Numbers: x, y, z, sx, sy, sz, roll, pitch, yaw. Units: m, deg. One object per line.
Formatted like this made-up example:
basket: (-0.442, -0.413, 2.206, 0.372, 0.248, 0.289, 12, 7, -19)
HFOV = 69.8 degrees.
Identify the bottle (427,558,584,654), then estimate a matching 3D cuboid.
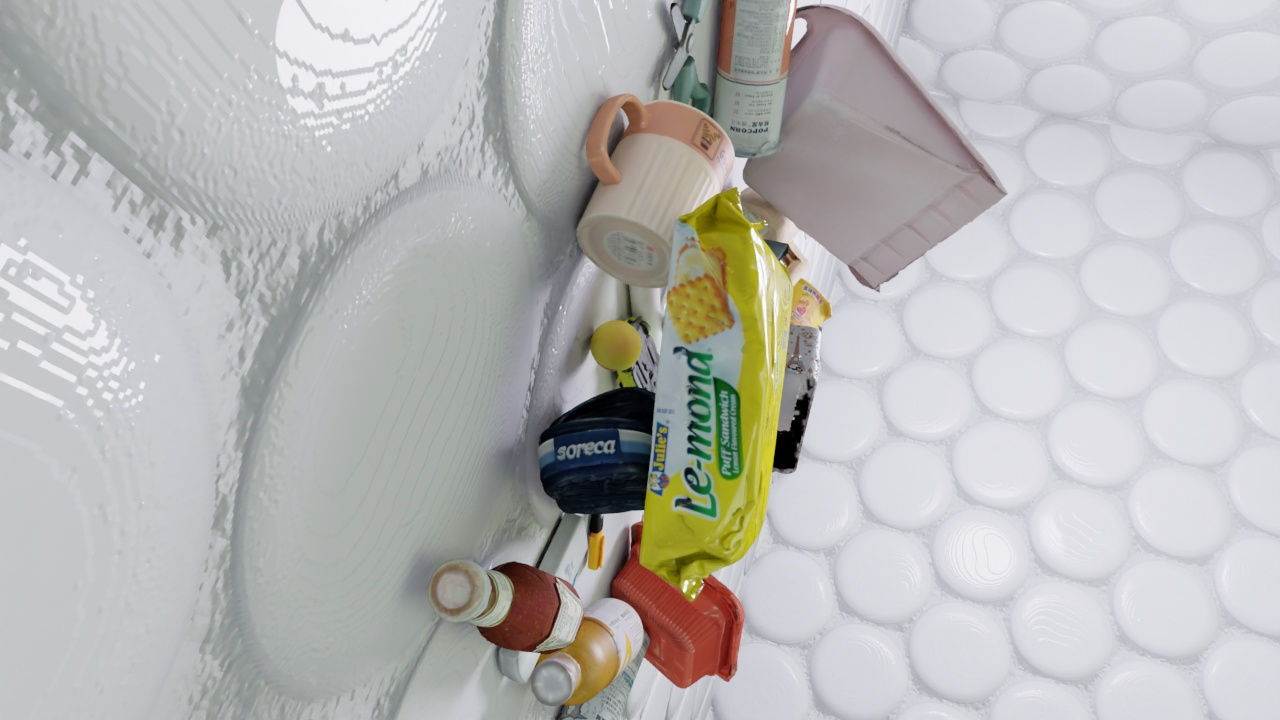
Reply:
bottle: (-0.086, 0.160, 0.602, 0.206, 0.060, 0.059, 63, 44, -69)

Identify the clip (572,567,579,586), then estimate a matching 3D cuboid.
clip: (-0.065, 0.193, 0.806, 0.049, 0.015, 0.056, 41, 64, -72)

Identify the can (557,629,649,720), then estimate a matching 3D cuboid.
can: (-0.041, 0.344, 0.960, 0.058, 0.058, 0.146, 89, 21, -46)

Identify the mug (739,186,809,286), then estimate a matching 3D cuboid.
mug: (0.144, -0.138, 1.062, 0.084, 0.124, 0.103, -35, -175, 30)

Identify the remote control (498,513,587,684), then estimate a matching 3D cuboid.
remote control: (-0.077, 0.192, 0.745, 0.056, 0.019, 0.134, 87, 23, -51)

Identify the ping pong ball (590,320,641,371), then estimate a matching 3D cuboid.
ping pong ball: (-0.019, -0.012, 0.718, 0.040, 0.040, 0.040, 16, 89, -76)

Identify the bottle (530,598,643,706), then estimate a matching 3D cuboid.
bottle: (-0.049, 0.265, 0.829, 0.189, 0.068, 0.068, 11, 94, -75)

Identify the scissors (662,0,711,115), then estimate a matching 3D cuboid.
scissors: (0.048, -0.262, 0.767, 0.179, 0.019, 0.170, 81, 26, -60)

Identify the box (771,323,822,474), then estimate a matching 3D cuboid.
box: (0.126, 0.000, 1.082, 0.183, 0.157, 0.192, 93, 11, -46)

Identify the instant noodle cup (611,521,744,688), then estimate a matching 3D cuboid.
instant noodle cup: (0.034, 0.285, 1.027, 0.078, 0.164, 0.189, -36, 144, -31)

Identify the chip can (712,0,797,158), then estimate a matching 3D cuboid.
chip can: (0.106, -0.298, 0.841, 0.071, 0.071, 0.215, -60, 159, -45)

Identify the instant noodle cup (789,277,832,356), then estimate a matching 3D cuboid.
instant noodle cup: (0.170, -0.047, 1.233, 0.109, 0.138, 0.138, -61, 162, -19)

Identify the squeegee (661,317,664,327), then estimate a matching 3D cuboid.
squeegee: (0.038, -0.038, 0.861, 0.246, 0.039, 0.246, 122, -51, -88)

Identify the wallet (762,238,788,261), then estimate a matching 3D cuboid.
wallet: (0.093, -0.108, 0.931, 0.120, 0.097, 0.019, -48, 145, -61)

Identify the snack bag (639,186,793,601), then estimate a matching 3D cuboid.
snack bag: (0.057, 0.020, 0.613, 0.158, 0.068, 0.246, -3, 99, -76)

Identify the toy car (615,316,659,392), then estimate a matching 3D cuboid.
toy car: (-0.005, 0.005, 0.811, 0.105, 0.032, 0.048, 69, 37, -48)

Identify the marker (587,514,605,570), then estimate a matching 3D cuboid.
marker: (-0.039, 0.146, 0.855, 0.018, 0.015, 0.124, -59, 157, -59)

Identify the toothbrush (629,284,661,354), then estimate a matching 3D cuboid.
toothbrush: (0.004, -0.056, 0.791, 0.026, 0.027, 0.221, -45, 152, -26)

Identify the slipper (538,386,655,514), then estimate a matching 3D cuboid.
slipper: (-0.022, 0.065, 0.693, 0.253, 0.105, 0.095, 49, 37, -75)

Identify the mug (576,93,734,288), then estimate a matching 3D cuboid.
mug: (0.003, -0.124, 0.635, 0.114, 0.082, 0.105, 50, 54, -40)

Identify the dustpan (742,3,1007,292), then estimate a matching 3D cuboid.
dustpan: (0.228, -0.235, 0.966, 0.223, 0.273, 0.138, -39, -158, 58)
